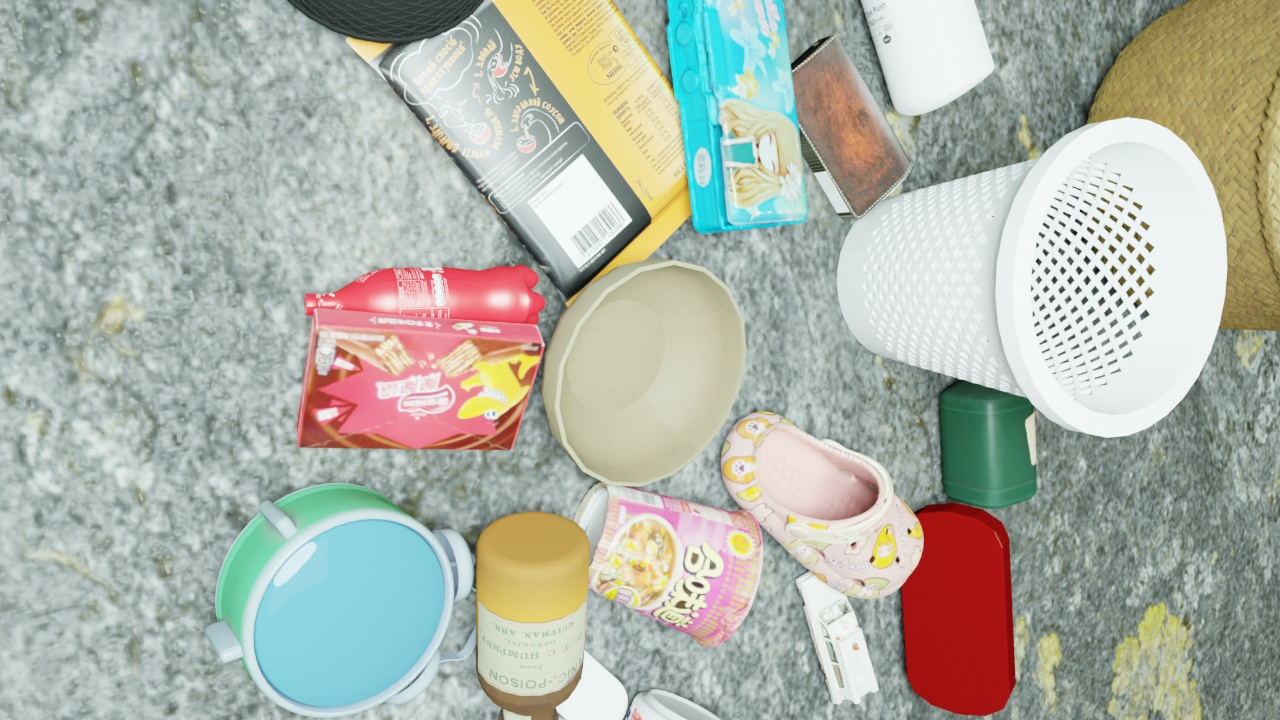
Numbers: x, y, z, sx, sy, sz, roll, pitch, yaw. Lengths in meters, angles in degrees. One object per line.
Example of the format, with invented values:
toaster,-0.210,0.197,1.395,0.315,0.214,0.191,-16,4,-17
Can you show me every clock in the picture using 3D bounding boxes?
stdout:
clock,-0.163,0.144,0.547,0.161,0.075,0.122,27,82,-38

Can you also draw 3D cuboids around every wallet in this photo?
wallet,0.152,-0.174,0.692,0.072,0.019,0.123,-44,112,-16

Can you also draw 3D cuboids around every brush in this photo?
brush,0.262,0.201,0.754,0.041,0.082,0.173,-18,105,-54

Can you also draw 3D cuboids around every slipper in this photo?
slipper,0.147,0.108,0.678,0.197,0.082,0.093,35,64,-21

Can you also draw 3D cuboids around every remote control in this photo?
remote control,-0.059,0.211,0.633,0.043,0.013,0.136,-47,113,-14

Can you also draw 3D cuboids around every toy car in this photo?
toy car,0.158,0.217,0.724,0.039,0.039,0.113,-23,104,-23

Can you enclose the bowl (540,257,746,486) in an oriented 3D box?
bowl,-0.004,0.003,0.606,0.152,0.050,0.152,-15,116,-33

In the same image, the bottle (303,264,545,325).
bottle,-0.129,-0.036,0.557,0.141,0.042,0.042,-3,97,-25

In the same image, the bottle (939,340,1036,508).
bottle,0.286,0.049,0.756,0.061,0.061,0.131,-10,100,-27

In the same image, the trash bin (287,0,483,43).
trash bin,-0.121,-0.261,0.429,0.184,0.210,0.184,2,84,-16

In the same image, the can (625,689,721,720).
can,0.007,0.308,0.639,0.078,0.078,0.136,28,83,-26

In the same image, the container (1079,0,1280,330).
container,0.530,-0.167,0.779,0.306,0.197,0.307,-2,95,-27

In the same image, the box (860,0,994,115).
box,0.232,-0.273,0.690,0.141,0.083,0.140,-29,106,-15

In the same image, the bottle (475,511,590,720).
bottle,-0.069,0.177,0.574,0.067,0.068,0.157,-7,115,-25

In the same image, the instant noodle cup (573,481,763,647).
instant noodle cup,0.011,0.131,0.620,0.108,0.098,0.097,22,85,-18

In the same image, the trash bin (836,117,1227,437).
trash bin,0.256,-0.058,0.654,0.195,0.200,0.195,-3,96,-26

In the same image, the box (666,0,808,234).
box,0.065,-0.202,0.618,0.094,0.041,0.227,-12,98,-42

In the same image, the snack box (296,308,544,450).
snack box,-0.132,0.015,0.551,0.132,0.021,0.089,3,125,-26

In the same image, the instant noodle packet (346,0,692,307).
instant noodle packet,-0.051,-0.159,0.588,0.159,0.032,0.221,-46,112,-17
